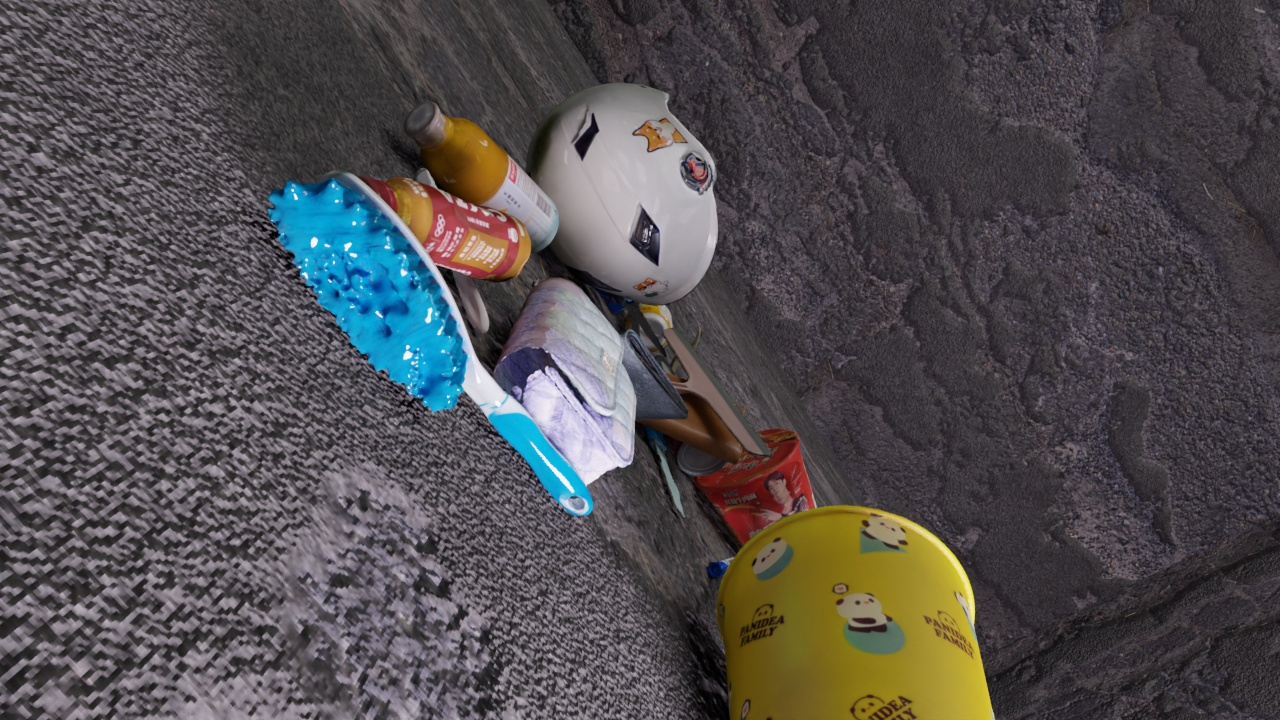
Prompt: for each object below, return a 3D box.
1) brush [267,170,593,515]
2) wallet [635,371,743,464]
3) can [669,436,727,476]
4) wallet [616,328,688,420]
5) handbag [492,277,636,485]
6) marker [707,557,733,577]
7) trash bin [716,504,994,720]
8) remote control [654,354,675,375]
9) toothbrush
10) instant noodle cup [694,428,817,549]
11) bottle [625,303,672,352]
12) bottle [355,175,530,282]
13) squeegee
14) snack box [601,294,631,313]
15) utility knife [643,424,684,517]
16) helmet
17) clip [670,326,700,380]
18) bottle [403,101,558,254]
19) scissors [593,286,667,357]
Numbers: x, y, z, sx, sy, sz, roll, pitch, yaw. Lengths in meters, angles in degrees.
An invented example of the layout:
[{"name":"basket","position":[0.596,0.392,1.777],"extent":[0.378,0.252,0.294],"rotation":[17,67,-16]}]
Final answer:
[{"name":"brush","position":[-0.117,0.009,0.603],"extent":[0.314,0.060,0.109],"rotation":[58,8,-19]},{"name":"wallet","position":[0.057,0.055,1.053],"extent":[0.130,0.035,0.118],"rotation":[24,28,-7]},{"name":"can","position":[0.068,0.086,1.117],"extent":[0.066,0.066,0.093],"rotation":[51,15,-34]},{"name":"wallet","position":[-0.017,0.017,0.907],"extent":[0.121,0.097,0.019],"rotation":[53,52,-30]},{"name":"handbag","position":[-0.057,0.013,0.767],"extent":[0.134,0.076,0.193],"rotation":[54,12,-18]},{"name":"marker","position":[0.100,0.228,1.020],"extent":[0.017,0.017,0.145],"rotation":[62,12,16]},{"name":"trash bin","position":[0.171,0.279,0.723],"extent":[0.229,0.230,0.254],"rotation":[55,18,-15]},{"name":"remote control","position":[0.026,0.025,1.201],"extent":[0.053,0.024,0.136],"rotation":[56,11,-6]},{"name":"toothbrush","position":[-0.157,-0.093,0.769],"extent":[0.180,0.016,0.016],"rotation":[64,7,28]},{"name":"instant noodle cup","position":[0.149,0.163,1.118],"extent":[0.137,0.138,0.108],"rotation":[-77,143,-73]},{"name":"bottle","position":[0.011,-0.053,1.240],"extent":[0.063,0.063,0.108],"rotation":[55,11,-15]},{"name":"bottle","position":[-0.150,-0.096,0.674],"extent":[0.057,0.058,0.174],"rotation":[62,21,16]},{"name":"squeegee","position":[-0.006,0.006,0.992],"extent":[0.249,0.040,0.247],"rotation":[23,23,-38]},{"name":"snack box","position":[-0.059,-0.138,1.252],"extent":[0.157,0.026,0.084],"rotation":[58,12,-2]},{"name":"utility knife","position":[0.016,0.081,1.043],"extent":[0.034,0.018,0.237],"rotation":[48,17,-44]},{"name":"helmet","position":[-0.042,-0.196,1.073],"extent":[0.156,0.231,0.274],"rotation":[-6,72,-47]},{"name":"clip","position":[0.059,-0.001,1.282],"extent":[0.034,0.071,0.100],"rotation":[-84,175,-71]},{"name":"bottle","position":[-0.148,-0.170,0.866],"extent":[0.189,0.068,0.068],"rotation":[43,20,-52]},{"name":"scissors","position":[-0.010,-0.080,1.167],"extent":[0.162,0.164,0.012],"rotation":[35,23,28]}]
